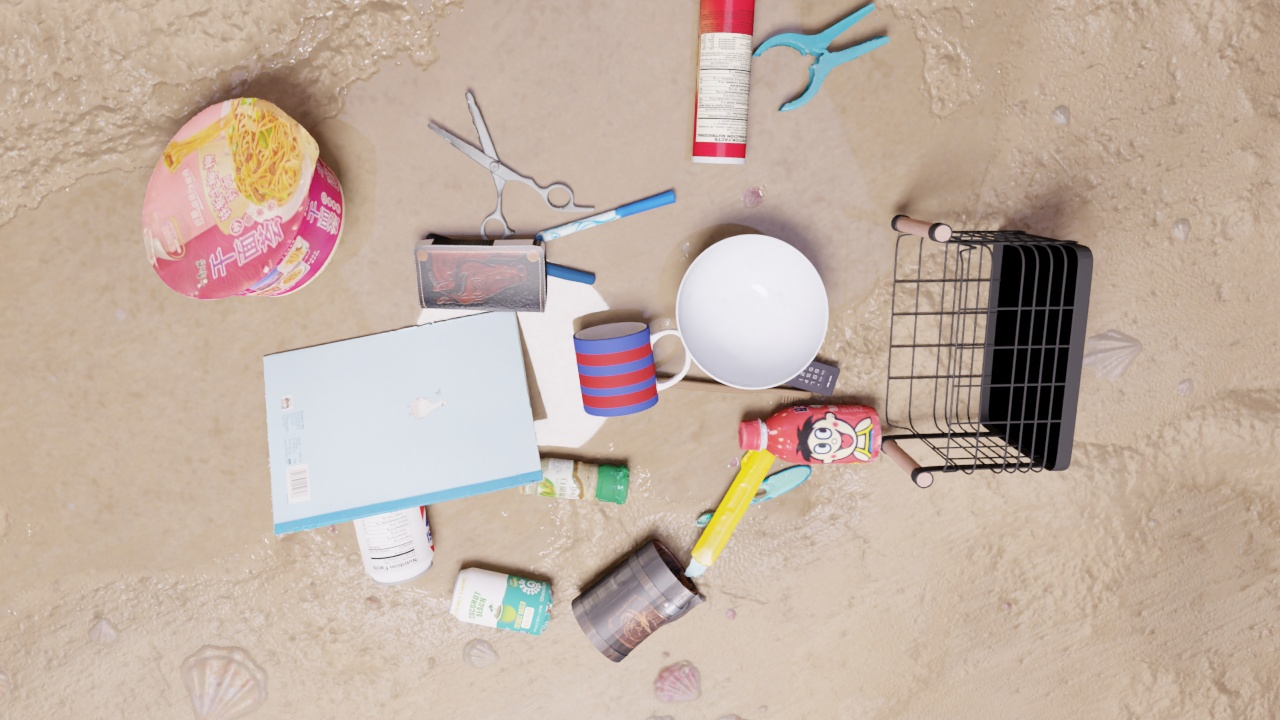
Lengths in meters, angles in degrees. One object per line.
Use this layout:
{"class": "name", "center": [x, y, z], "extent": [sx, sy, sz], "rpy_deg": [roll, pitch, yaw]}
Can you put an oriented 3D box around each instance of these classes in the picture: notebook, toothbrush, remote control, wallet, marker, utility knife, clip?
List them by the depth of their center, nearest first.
{"class": "clip", "center": [0.155, -0.301, 0.860], "extent": [0.121, 0.031, 0.130], "rpy_deg": [40, 98, -8]}
{"class": "notebook", "center": [-0.230, 0.055, 0.875], "extent": [0.253, 0.009, 0.181], "rpy_deg": [-11, 70, -1]}
{"class": "wallet", "center": [-0.152, -0.081, 0.881], "extent": [0.123, 0.019, 0.072], "rpy_deg": [1, 119, -1]}
{"class": "marker", "center": [-0.034, -0.138, 0.890], "extent": [0.142, 0.013, 0.013], "rpy_deg": [-17, 104, 0]}
{"class": "toothbrush", "center": [-0.125, -0.097, 0.892], "extent": [0.167, 0.014, 0.014], "rpy_deg": [14, 113, -8]}
{"class": "remote control", "center": [0.134, 0.003, 0.936], "extent": [0.136, 0.015, 0.032], "rpy_deg": [16, 102, -5]}
{"class": "toothbrush", "center": [0.094, 0.030, 0.939], "extent": [0.167, 0.016, 0.016], "rpy_deg": [6, 102, -6]}
{"class": "utility knife", "center": [0.093, 0.154, 0.952], "extent": [0.030, 0.017, 0.164], "rpy_deg": [30, 82, 15]}
{"class": "toothbrush", "center": [0.119, 0.143, 0.967], "extent": [0.135, 0.017, 0.022], "rpy_deg": [-26, 77, 2]}

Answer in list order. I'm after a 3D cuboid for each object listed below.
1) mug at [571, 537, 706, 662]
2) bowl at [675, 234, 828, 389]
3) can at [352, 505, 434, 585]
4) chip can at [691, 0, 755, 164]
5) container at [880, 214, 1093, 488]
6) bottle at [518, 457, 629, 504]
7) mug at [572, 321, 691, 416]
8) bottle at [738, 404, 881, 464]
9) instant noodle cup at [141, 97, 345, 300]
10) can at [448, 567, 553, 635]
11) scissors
{"class": "mug", "center": [0.004, 0.256, 0.964], "extent": [0.107, 0.080, 0.116], "rpy_deg": [-40, 131, 4]}
{"class": "bowl", "center": [0.100, -0.044, 0.884], "extent": [0.144, 0.074, 0.144], "rpy_deg": [0, 88, -6]}
{"class": "can", "center": [-0.251, 0.150, 0.914], "extent": [0.070, 0.070, 0.132], "rpy_deg": [-10, 104, -2]}
{"class": "chip can", "center": [0.078, -0.291, 0.842], "extent": [0.052, 0.051, 0.215], "rpy_deg": [1, 103, -5]}
{"class": "container", "center": [0.312, -0.013, 0.869], "extent": [0.130, 0.162, 0.241], "rpy_deg": [-1, 104, -4]}
{"class": "bottle", "center": [-0.068, 0.121, 0.935], "extent": [0.111, 0.043, 0.043], "rpy_deg": [7, 103, -5]}
{"class": "mug", "center": [-0.005, 0.005, 0.894], "extent": [0.112, 0.075, 0.076], "rpy_deg": [-7, 104, 1]}
{"class": "bottle", "center": [0.169, 0.076, 0.932], "extent": [0.137, 0.062, 0.062], "rpy_deg": [-1, 104, -5]}
{"class": "instant noodle cup", "center": [-0.339, -0.131, 0.806], "extent": [0.179, 0.077, 0.178], "rpy_deg": [-4, 78, 20]}
{"class": "can", "center": [-0.144, 0.250, 0.954], "extent": [0.101, 0.055, 0.055], "rpy_deg": [14, 102, -7]}
{"class": "scissors", "center": [-0.122, -0.180, 0.873], "extent": [0.162, 0.014, 0.142], "rpy_deg": [1, 107, -5]}
